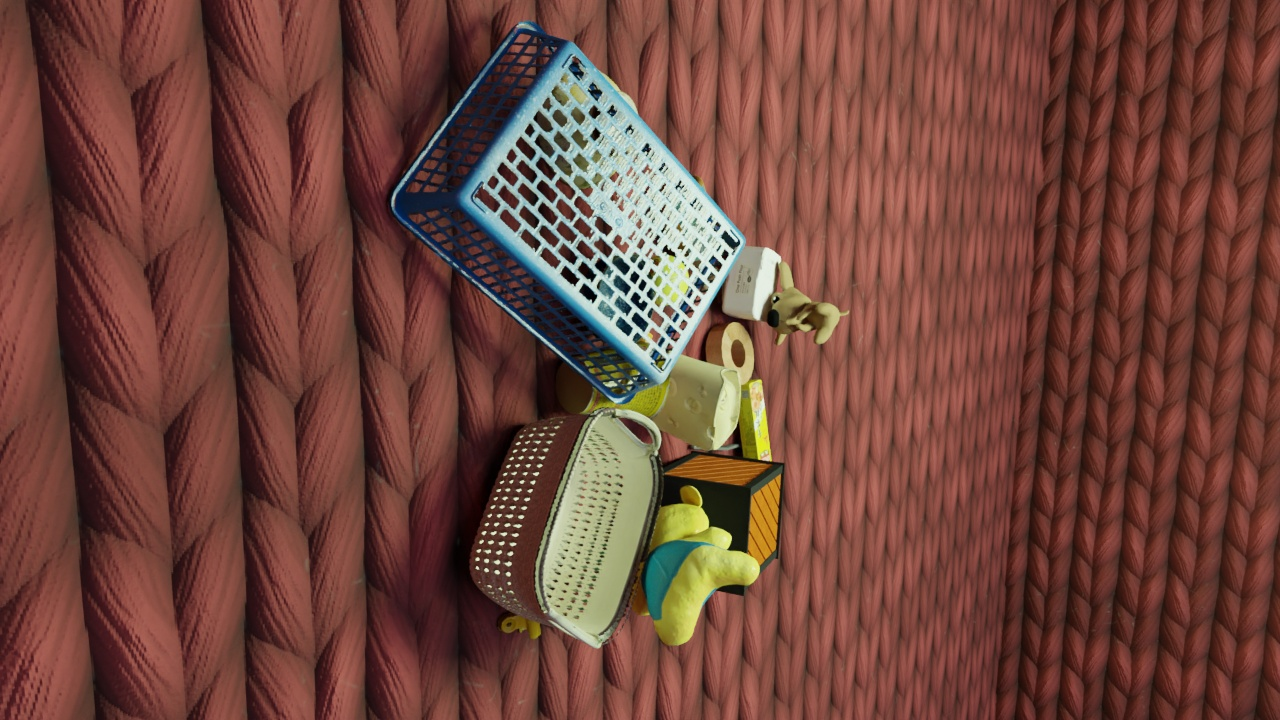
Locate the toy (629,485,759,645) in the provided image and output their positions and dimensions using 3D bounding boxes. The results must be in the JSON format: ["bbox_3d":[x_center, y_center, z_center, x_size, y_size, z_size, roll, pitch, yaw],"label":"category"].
[{"bbox_3d":[0.040,0.235,1.087,0.149,0.214,0.084,-45,109,1],"label":"toy"}]

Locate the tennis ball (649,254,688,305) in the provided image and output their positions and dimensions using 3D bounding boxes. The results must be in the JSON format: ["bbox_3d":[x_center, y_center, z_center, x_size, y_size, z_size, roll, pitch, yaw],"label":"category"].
[{"bbox_3d":[0.030,-0.104,1.189,0.065,0.065,0.065,-13,107,-52],"label":"tennis ball"}]

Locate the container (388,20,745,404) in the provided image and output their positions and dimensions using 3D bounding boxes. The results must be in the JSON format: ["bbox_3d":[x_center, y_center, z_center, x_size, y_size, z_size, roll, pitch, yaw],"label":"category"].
[{"bbox_3d":[-0.046,-0.144,0.964,0.362,0.089,0.256,42,71,-33],"label":"container"}]

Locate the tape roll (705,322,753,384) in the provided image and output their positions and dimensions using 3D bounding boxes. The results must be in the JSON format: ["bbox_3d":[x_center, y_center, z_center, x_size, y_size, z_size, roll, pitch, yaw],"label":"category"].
[{"bbox_3d":[0.134,-0.009,1.363,0.094,0.027,0.094,13,73,-52],"label":"tape roll"}]

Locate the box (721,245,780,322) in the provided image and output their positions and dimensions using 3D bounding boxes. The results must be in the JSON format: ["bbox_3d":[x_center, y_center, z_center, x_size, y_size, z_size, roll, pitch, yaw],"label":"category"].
[{"bbox_3d":[0.150,-0.118,1.378,0.102,0.095,0.107,7,94,-67],"label":"box"}]

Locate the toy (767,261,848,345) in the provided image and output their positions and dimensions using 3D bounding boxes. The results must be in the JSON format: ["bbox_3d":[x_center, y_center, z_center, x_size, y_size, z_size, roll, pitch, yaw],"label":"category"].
[{"bbox_3d":[0.240,-0.070,1.361,0.105,0.108,0.134,-23,122,-43],"label":"toy"}]

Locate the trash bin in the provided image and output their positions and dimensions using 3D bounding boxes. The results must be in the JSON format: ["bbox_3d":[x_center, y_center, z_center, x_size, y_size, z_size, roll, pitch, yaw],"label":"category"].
[{"bbox_3d":[0.103,0.215,1.253,0.171,0.140,0.140,-12,106,-66],"label":"trash bin"}]

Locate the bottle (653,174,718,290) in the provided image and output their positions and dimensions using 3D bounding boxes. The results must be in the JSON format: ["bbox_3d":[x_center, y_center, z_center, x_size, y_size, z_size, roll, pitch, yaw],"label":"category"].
[{"bbox_3d":[0.071,-0.165,1.232,0.067,0.068,0.157,-50,133,-36],"label":"bottle"}]

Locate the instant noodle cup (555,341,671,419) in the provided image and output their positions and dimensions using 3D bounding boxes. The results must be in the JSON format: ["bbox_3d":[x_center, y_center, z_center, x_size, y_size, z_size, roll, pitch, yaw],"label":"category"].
[{"bbox_3d":[-0.040,0.028,1.106,0.112,0.100,0.100,-4,99,-44],"label":"instant noodle cup"}]

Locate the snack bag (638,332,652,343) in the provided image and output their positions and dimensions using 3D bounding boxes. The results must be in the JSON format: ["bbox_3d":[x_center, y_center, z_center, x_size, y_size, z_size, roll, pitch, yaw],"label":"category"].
[{"bbox_3d":[-0.007,0.007,1.197,0.026,0.020,0.099,42,62,-54],"label":"snack bag"}]

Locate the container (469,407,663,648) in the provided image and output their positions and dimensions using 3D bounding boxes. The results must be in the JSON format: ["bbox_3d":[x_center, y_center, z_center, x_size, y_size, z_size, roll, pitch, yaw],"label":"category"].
[{"bbox_3d":[-0.077,0.178,1.013,0.185,0.143,0.251,47,51,-45],"label":"container"}]

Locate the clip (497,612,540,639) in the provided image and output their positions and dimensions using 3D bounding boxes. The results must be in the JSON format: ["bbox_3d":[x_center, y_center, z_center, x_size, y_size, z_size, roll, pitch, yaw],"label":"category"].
[{"bbox_3d":[-0.141,0.300,1.070,0.047,0.046,0.054,-85,172,-74],"label":"clip"}]

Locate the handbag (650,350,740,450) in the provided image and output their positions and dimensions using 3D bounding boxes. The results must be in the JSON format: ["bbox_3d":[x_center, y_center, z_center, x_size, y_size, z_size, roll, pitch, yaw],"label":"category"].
[{"bbox_3d":[0.064,0.046,1.210,0.081,0.119,0.111,-42,142,-41],"label":"handbag"}]

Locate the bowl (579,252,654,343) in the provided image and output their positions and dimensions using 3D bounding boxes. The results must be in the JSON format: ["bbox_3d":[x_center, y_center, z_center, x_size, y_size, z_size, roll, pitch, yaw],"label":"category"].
[{"bbox_3d":[-0.039,-0.074,1.105,0.114,0.061,0.114,-12,104,-54],"label":"bowl"}]

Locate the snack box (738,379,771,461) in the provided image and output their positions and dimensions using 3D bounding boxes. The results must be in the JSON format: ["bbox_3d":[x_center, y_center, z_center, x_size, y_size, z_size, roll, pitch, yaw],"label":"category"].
[{"bbox_3d":[0.177,0.105,1.442,0.040,0.029,0.148,-18,102,-52],"label":"snack box"}]

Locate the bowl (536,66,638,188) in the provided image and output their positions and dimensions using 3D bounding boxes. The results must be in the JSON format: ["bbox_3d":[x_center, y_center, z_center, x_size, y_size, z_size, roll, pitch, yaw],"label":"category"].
[{"bbox_3d":[-0.047,-0.270,1.055,0.144,0.063,0.145,-12,105,-50],"label":"bowl"}]

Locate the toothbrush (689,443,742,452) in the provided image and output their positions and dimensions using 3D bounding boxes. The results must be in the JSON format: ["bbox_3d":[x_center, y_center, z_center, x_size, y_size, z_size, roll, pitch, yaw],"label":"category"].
[{"bbox_3d":[0.123,0.133,1.405,0.167,0.013,0.013,10,96,-54],"label":"toothbrush"}]
